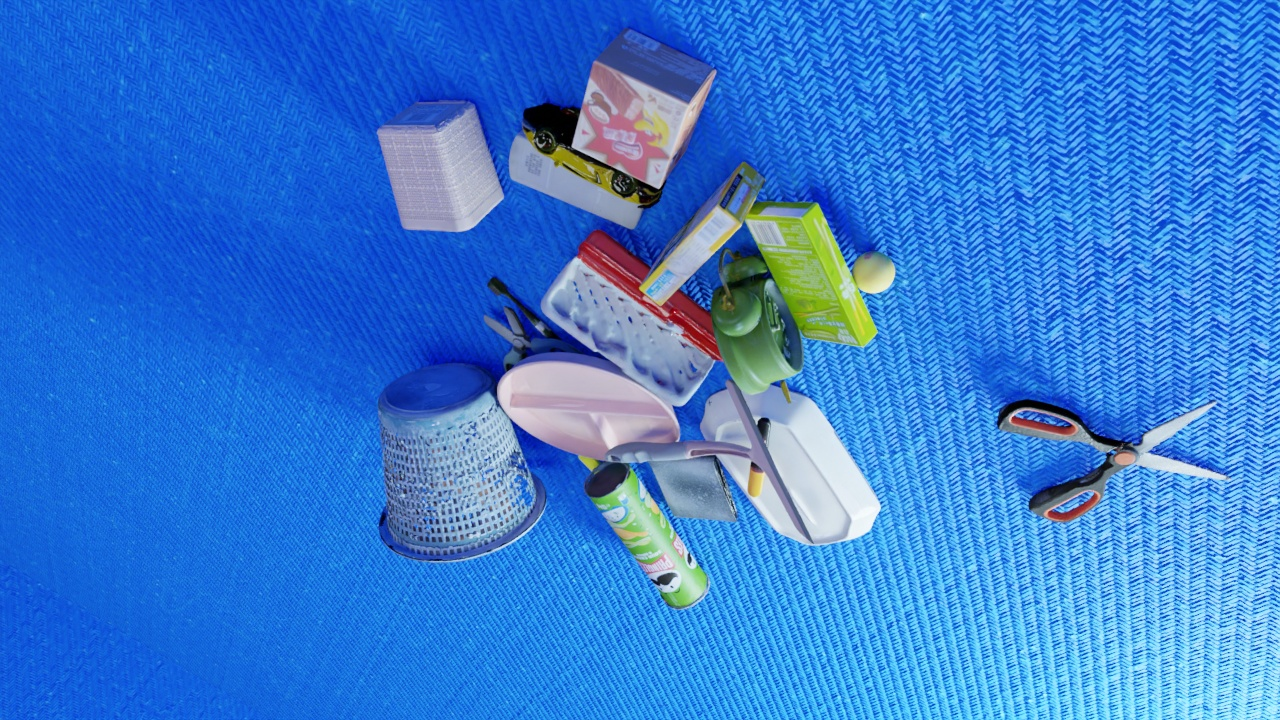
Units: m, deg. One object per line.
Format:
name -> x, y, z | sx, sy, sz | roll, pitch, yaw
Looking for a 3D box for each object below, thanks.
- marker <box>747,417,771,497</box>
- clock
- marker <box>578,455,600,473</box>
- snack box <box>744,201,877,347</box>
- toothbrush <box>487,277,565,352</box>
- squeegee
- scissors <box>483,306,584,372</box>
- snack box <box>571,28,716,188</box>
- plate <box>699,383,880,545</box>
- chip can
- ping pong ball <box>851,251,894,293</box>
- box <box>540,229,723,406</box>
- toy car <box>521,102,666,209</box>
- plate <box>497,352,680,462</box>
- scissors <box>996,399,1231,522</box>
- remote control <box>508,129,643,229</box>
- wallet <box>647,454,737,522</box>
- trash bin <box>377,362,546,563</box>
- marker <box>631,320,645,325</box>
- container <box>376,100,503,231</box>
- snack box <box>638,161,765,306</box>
marker -> 0.138, 0.113, 1.067 | 0.018, 0.015, 0.124 | 15, 132, 16
clock -> 0.113, -0.040, 0.924 | 0.056, 0.115, 0.161 | -19, 123, 25
marker -> -0.041, 0.164, 1.256 | 0.018, 0.015, 0.124 | -31, 114, 27
snack box -> 0.165, -0.084, 0.895 | 0.086, 0.026, 0.156 | 15, 142, 56
toothbrush -> -0.116, -0.034, 1.118 | 0.186, 0.012, 0.017 | 44, 140, -14
squeegee -> 0.060, 0.110, 1.086 | 0.250, 0.040, 0.248 | -2, 129, 37
scissors -> -0.130, 0.008, 1.148 | 0.170, 0.019, 0.181 | 31, 144, -1
snack box -> 0.002, -0.229, 0.835 | 0.093, 0.076, 0.095 | 26, 136, 3
plate -> 0.176, 0.137, 1.105 | 0.162, 0.034, 0.266 | -17, 120, 37
chip can -> 0.010, 0.239, 1.250 | 0.072, 0.072, 0.236 | -12, 124, 34
ping pong ball -> 0.223, -0.085, 0.878 | 0.040, 0.040, 0.040 | 14, 134, 15
box -> -0.002, -0.040, 0.990 | 0.201, 0.100, 0.102 | 36, 173, -7
toy car -> -0.045, -0.201, 0.890 | 0.156, 0.071, 0.041 | 29, 132, 4
plate -> -0.062, 0.058, 1.123 | 0.229, 0.028, 0.230 | 12, 149, 7
scissors -> 0.467, 0.093, 0.930 | 0.221, 0.021, 0.234 | 26, 136, -3
remote control -> -0.064, -0.187, 0.946 | 0.150, 0.021, 0.058 | 24, 136, 6
wallet -> 0.069, 0.165, 1.199 | 0.097, 0.019, 0.121 | 1, 130, 29
trash bin -> -0.247, 0.118, 1.199 | 0.227, 0.225, 0.195 | 6, 119, 22
marker -> -0.006, 0.006, 1.094 | 0.017, 0.017, 0.145 | 17, 134, 13
container -> -0.209, -0.206, 0.959 | 0.090, 0.089, 0.111 | 6, 128, 23
snack box -> 0.059, -0.122, 0.895 | 0.033, 0.086, 0.141 | 39, 135, -10
